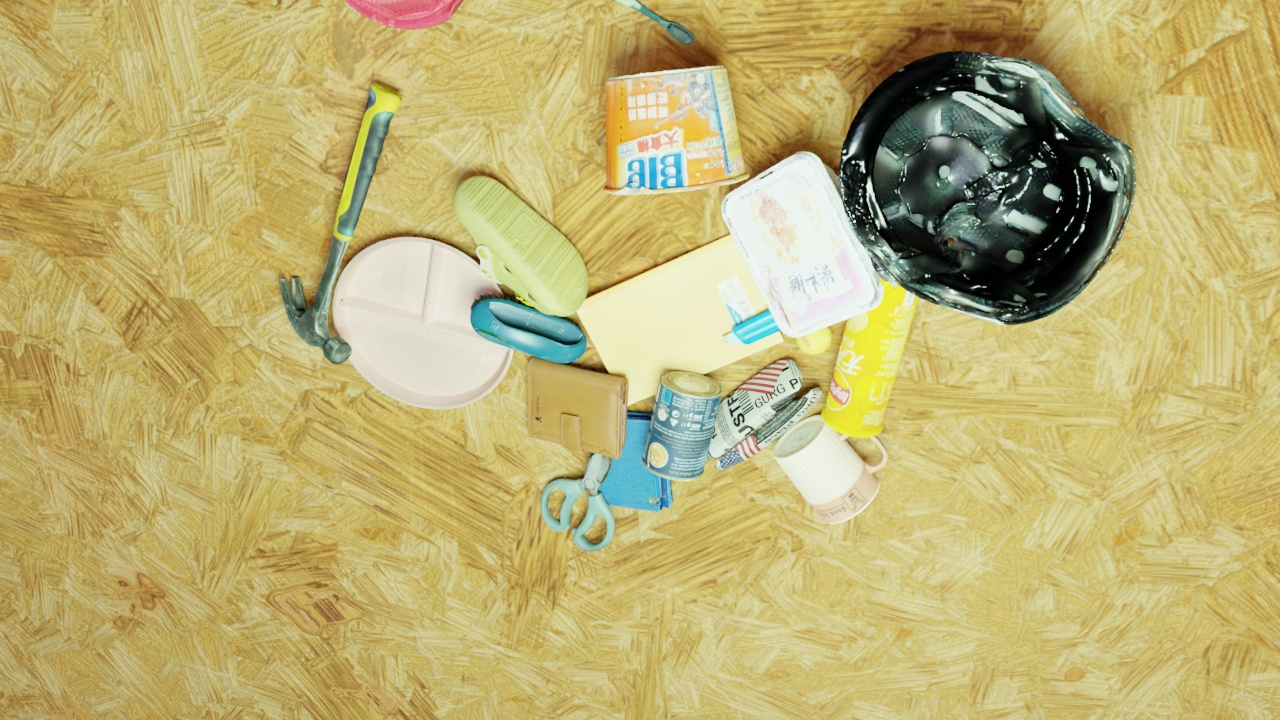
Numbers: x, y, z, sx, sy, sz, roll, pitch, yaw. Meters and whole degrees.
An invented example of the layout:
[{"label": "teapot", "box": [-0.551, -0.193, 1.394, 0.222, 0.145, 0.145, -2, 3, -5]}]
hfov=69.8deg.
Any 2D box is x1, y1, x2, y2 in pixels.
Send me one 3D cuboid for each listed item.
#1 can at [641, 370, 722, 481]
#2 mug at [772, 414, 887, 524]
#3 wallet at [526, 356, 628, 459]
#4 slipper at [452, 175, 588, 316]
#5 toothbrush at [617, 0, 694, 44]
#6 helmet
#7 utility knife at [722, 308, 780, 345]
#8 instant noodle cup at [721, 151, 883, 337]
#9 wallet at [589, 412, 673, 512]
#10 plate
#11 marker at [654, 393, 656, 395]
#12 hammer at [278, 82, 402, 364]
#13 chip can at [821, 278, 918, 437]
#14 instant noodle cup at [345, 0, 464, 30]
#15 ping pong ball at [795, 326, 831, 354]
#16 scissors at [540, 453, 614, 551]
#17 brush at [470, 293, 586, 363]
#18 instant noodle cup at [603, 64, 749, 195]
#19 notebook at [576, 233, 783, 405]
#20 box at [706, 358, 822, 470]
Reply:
[{"label": "can", "box": [0.049, 0.074, 1.072, 0.075, 0.075, 0.111, 13, 111, 3]}, {"label": "mug", "box": [0.232, 0.121, 1.091, 0.115, 0.081, 0.106, -35, 104, 19]}, {"label": "wallet", "box": [-0.079, 0.058, 1.121, 0.132, 0.031, 0.108, 13, 113, 24]}, {"label": "slipper", "box": [-0.143, -0.124, 1.045, 0.190, 0.091, 0.082, 46, 139, -12]}, {"label": "toothbrush", "box": [-0.028, -0.373, 0.929, 0.191, 0.018, 0.016, 30, 117, -6]}, {"label": "helmet", "box": [0.316, -0.167, 0.890, 0.274, 0.156, 0.230, 28, 102, -2]}, {"label": "utility knife", "box": [0.167, -0.054, 1.043, 0.160, 0.018, 0.034, -26, 112, 14]}, {"label": "instant noodle cup", "box": [0.178, -0.124, 0.960, 0.138, 0.060, 0.173, -24, 97, 48]}, {"label": "wallet", "box": [-0.014, 0.126, 1.161, 0.106, 0.040, 0.133, 3, 117, 18]}, {"label": "plate", "box": [-0.263, -0.045, 1.126, 0.229, 0.028, 0.230, 4, 116, 7]}, {"label": "marker", "box": [-0.007, 0.006, 1.113, 0.018, 0.015, 0.124, -40, 104, 20]}, {"label": "hammer", "box": [-0.343, -0.163, 1.062, 0.126, 0.031, 0.324, 35, 114, 25]}, {"label": "chip can", "box": [0.259, -0.021, 1.021, 0.072, 0.071, 0.214, 11, 118, 5]}, {"label": "instant noodle cup", "box": [-0.253, -0.429, 0.916, 0.194, 0.065, 0.194, 4, 117, 7]}, {"label": "ping pong ball", "box": [0.198, -0.027, 1.046, 0.040, 0.040, 0.040, 4, 116, 8]}, {"label": "scissors", "box": [-0.088, 0.167, 1.190, 0.130, 0.019, 0.186, 16, 122, 22]}, {"label": "brush", "box": [-0.128, -0.032, 1.064, 0.143, 0.073, 0.055, 20, 110, -22]}, {"label": "instant noodle cup", "box": [0.030, -0.233, 0.922, 0.151, 0.151, 0.111, -3, 107, 11]}, {"label": "notebook", "box": [0.044, -0.044, 1.072, 0.206, 0.010, 0.146, -23, 109, 14]}, {"label": "box", "box": [0.147, 0.075, 1.100, 0.163, 0.076, 0.087, -41, 124, 21]}]
